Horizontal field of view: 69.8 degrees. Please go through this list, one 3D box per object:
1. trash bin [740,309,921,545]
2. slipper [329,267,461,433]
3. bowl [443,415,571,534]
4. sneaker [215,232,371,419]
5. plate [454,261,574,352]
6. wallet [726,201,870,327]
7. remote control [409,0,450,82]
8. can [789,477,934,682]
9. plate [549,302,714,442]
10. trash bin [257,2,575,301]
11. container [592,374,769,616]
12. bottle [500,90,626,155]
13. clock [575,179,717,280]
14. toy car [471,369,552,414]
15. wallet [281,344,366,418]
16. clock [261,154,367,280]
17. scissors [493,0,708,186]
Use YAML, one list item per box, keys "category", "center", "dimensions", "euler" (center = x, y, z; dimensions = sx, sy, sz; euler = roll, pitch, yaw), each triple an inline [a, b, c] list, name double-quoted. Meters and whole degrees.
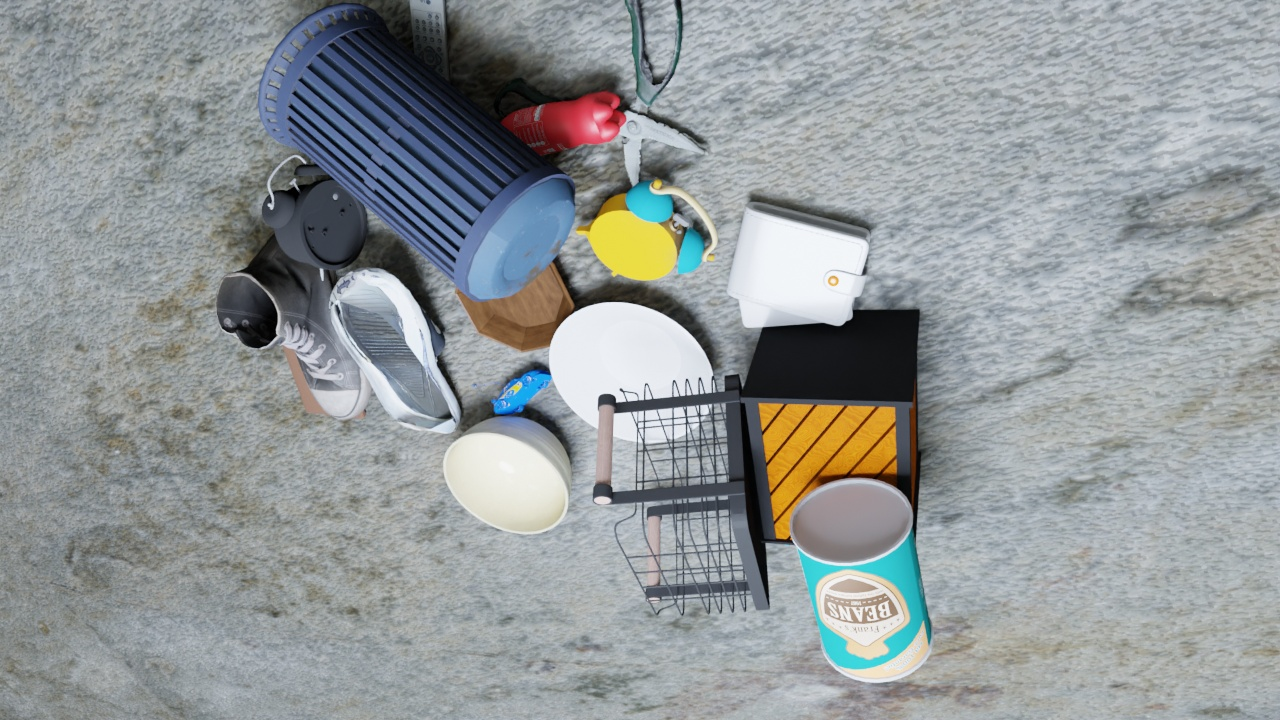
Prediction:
- category: "trash bin"
  center: [0.184, 0.063, 0.851]
  dimensions: [0.140, 0.139, 0.172]
  euler: [1, 125, 19]
- category: "slipper"
  center: [-0.260, -0.015, 1.007]
  dimensions: [0.111, 0.063, 0.264]
  euler: [5, 139, 14]
- category: "bowl"
  center: [-0.142, 0.120, 1.053]
  dimensions: [0.151, 0.075, 0.151]
  euler: [10, 127, 13]
- category: "sneaker"
  center: [-0.371, -0.019, 0.998]
  dimensions: [0.095, 0.119, 0.235]
  euler: [6, 123, 15]
- category: "plate"
  center: [-0.126, -0.068, 0.940]
  dimensions: [0.131, 0.025, 0.131]
  euler: [10, 128, 13]
- category: "wallet"
  center: [0.140, -0.073, 0.828]
  dimensions: [0.118, 0.037, 0.115]
  euler: [16, 121, 9]
- category: "remote control"
  center: [-0.186, -0.267, 0.822]
  dimensions: [0.033, 0.013, 0.137]
  euler: [13, 128, 10]
- category: "can"
  center: [0.191, 0.188, 0.785]
  dimensions: [0.099, 0.099, 0.144]
  euler: [-5, 123, 23]
- category: "plate"
  center: [-0.005, 0.006, 0.944]
  dimensions: [0.174, 0.036, 0.174]
  euler: [10, 128, 13]
- category: "trash bin"
  center: [-0.179, -0.167, 0.766]
  dimensions: [0.249, 0.138, 0.140]
  euler: [40, 130, 12]
- category: "container"
  center: [0.047, 0.137, 0.896]
  dimensions: [0.130, 0.162, 0.241]
  euler: [-6, 143, 10]
- category: "bottle"
  center: [-0.081, -0.201, 0.798]
  dimensions: [0.142, 0.041, 0.042]
  euler: [-4, 123, 26]
- category: "clock"
  center: [0.008, -0.116, 0.842]
  dimensions: [0.130, 0.043, 0.099]
  euler: [-14, 130, 38]
- category: "toy car"
  center: [-0.147, 0.023, 1.021]
  dimensions: [0.092, 0.033, 0.062]
  euler: [-43, 63, 21]
- category: "wallet"
  center: [-0.383, 0.017, 1.103]
  dimensions: [0.087, 0.013, 0.121]
  euler: [5, 125, 17]
- category: "clock"
  center: [-0.326, -0.146, 0.914]
  dimensions: [0.043, 0.091, 0.121]
  euler: [7, 141, 27]
- category: "scissors"
  center: [-0.027, -0.242, 0.785]
  dimensions: [0.202, 0.015, 0.206]
  euler: [20, 128, 6]
